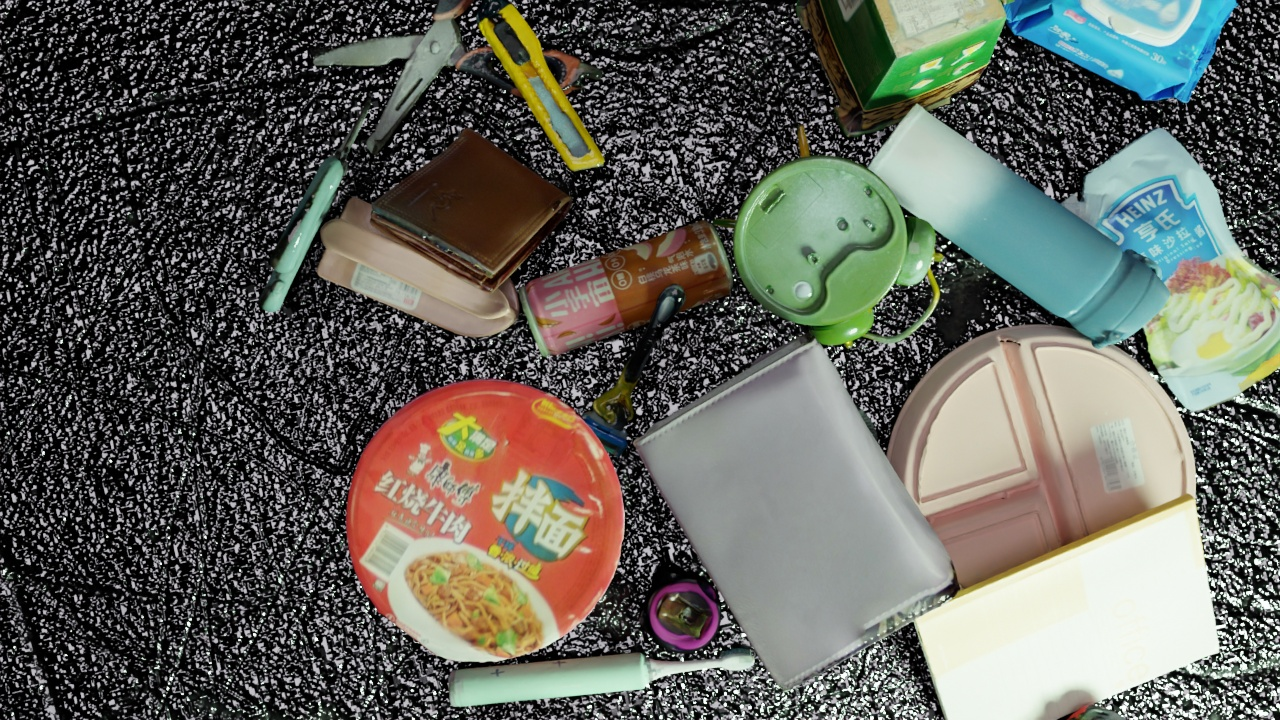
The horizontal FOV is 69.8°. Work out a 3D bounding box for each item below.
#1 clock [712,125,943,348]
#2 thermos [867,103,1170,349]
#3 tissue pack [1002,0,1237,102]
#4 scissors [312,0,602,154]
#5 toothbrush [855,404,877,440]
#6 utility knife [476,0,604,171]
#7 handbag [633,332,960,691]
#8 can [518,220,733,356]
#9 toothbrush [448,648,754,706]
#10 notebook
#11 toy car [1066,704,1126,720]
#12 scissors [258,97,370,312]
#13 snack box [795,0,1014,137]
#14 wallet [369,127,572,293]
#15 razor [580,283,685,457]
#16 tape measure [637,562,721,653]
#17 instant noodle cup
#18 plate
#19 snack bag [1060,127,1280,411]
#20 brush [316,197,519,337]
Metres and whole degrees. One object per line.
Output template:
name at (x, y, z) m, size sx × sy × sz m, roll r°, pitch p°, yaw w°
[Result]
clock at (0.139, -0.076, 0.649) m, size 0.161 × 0.056 × 0.116 m, roll 42°, pitch 113°, yaw -3°
thermos at (0.265, -0.094, 0.651) m, size 0.220 × 0.070 × 0.070 m, roll 37°, pitch 89°, yaw 7°
tissue pack at (0.349, -0.261, 0.669) m, size 0.157 × 0.052 × 0.095 m, roll 27°, pitch 88°, yaw 2°
scissors at (-0.139, -0.249, 0.696) m, size 0.222 × 0.015 × 0.189 m, roll 0°, pitch 88°, yaw 1°
toothbrush at (0.199, 0.118, 0.675) m, size 0.014 × 0.018 × 0.189 m, roll -26°, pitch 89°, yaw -3°
utility knife at (-0.074, -0.205, 0.677) m, size 0.033 × 0.015 × 0.154 m, roll -33°, pitch 88°, yaw 3°
handbag at (0.107, 0.099, 0.633) m, size 0.145 × 0.098 × 0.197 m, roll -31°, pitch 89°, yaw 17°
can at (-0.010, -0.052, 0.665) m, size 0.147 × 0.058 × 0.058 m, roll -20°, pitch 87°, yaw 0°
toothbrush at (-0.029, 0.229, 0.670) m, size 0.224 × 0.027 × 0.026 m, roll -6°, pitch 101°, yaw 1°
notebook at (0.302, 0.191, 0.645) m, size 0.206 × 0.010 × 0.146 m, roll -23°, pitch 113°, yaw 0°
toy car at (0.313, 0.297, 0.658) m, size 0.049 × 0.031 × 0.106 m, roll 30°, pitch 92°, yaw 1°
scissors at (-0.235, -0.100, 0.651) m, size 0.019 × 0.179 × 0.172 m, roll 25°, pitch 44°, yaw -19°
snack box at (0.186, -0.242, 0.645) m, size 0.117 × 0.105 × 0.118 m, roll -21°, pitch 87°, yaw 1°
wallet at (-0.117, -0.110, 0.653) m, size 0.101 × 0.032 × 0.124 m, roll 31°, pitch 47°, yaw 5°
razor at (-0.004, 0.004, 0.660) m, size 0.042 × 0.022 × 0.143 m, roll 24°, pitch 116°, yaw -6°
tape measure at (0.030, 0.182, 0.664) m, size 0.058 × 0.039 × 0.057 m, roll 26°, pitch 88°, yaw 2°
instant noodle cup at (-0.107, 0.110, 0.657) m, size 0.194 × 0.066 × 0.193 m, roll 0°, pitch 87°, yaw 0°
plate at (0.292, 0.088, 0.661) m, size 0.229 × 0.028 × 0.229 m, roll 0°, pitch 89°, yaw -3°
snack bag at (0.392, -0.067, 0.670) m, size 0.110 × 0.038 × 0.191 m, roll -35°, pitch 87°, yaw 11°
brush at (-0.156, -0.061, 0.661) m, size 0.145 × 0.073 × 0.063 m, roll 24°, pitch 87°, yaw 0°
